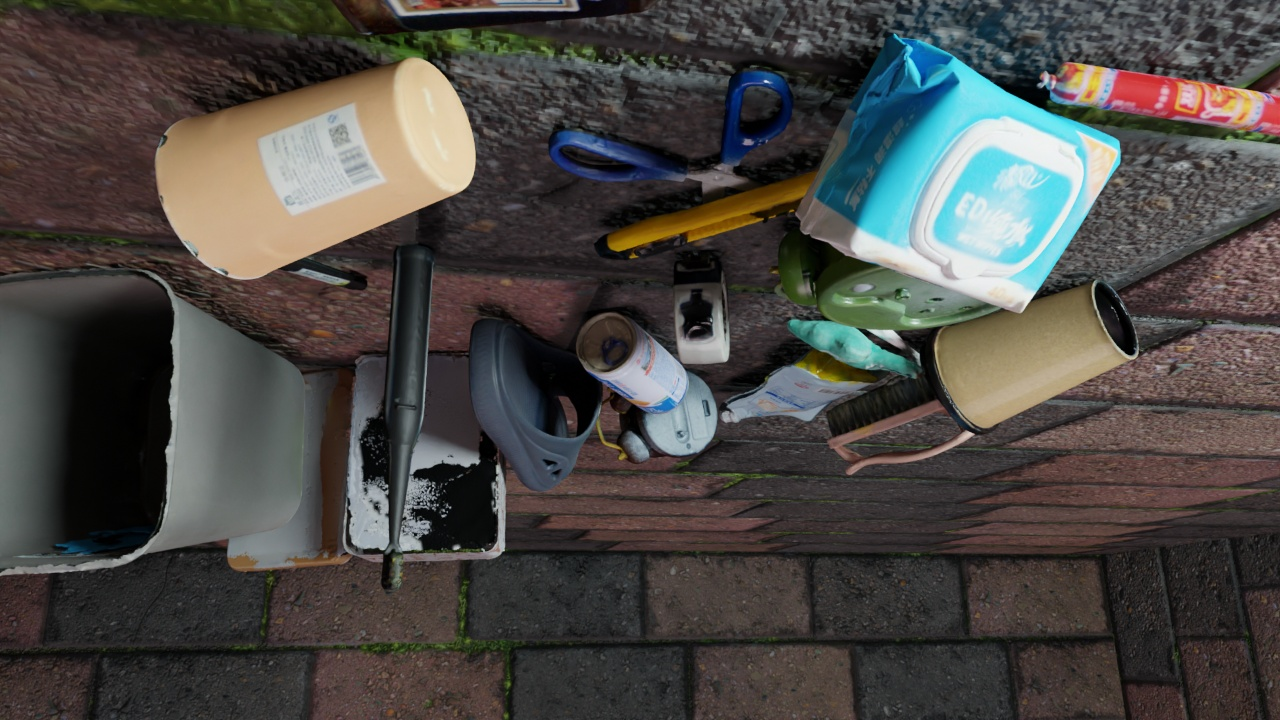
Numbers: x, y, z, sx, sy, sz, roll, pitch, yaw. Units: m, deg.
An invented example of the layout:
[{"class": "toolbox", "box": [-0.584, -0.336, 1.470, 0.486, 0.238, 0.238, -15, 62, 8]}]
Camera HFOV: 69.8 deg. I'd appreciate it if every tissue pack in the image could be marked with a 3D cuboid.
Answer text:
[{"class": "tissue pack", "box": [0.143, -0.078, 0.407, 0.140, 0.063, 0.090, 11, 116, -32]}]

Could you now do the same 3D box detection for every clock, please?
[{"class": "clock", "box": [0.014, 0.053, 0.854, 0.121, 0.082, 0.055, -6, 174, -31]}, {"class": "clock", "box": [0.150, -0.057, 0.548, 0.116, 0.056, 0.162, 13, 158, -36]}]

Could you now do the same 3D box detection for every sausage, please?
[{"class": "sausage", "box": [0.249, -0.117, 0.417, 0.155, 0.020, 0.020, 3, 163, -14]}]

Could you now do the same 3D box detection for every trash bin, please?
[{"class": "trash bin", "box": [-0.379, 0.057, 0.693, 0.199, 0.198, 0.220, -3, 169, 7]}]

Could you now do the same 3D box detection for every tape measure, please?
[{"class": "tape measure", "box": [0.041, -0.031, 0.614, 0.033, 0.066, 0.066, -3, 163, 11]}]

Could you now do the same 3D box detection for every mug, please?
[{"class": "mug", "box": [-0.141, -0.089, 0.412, 0.123, 0.078, 0.078, -13, 160, 21]}]

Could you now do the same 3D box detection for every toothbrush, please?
[{"class": "toothbrush", "box": [0.211, -0.014, 0.761, 0.016, 0.016, 0.180, -16, 157, 30]}, {"class": "toothbrush", "box": [-0.144, 0.031, 0.558, 0.026, 0.212, 0.027, 8, 161, -26]}]

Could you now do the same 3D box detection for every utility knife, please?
[{"class": "utility knife", "box": [0.037, -0.078, 0.513, 0.155, 0.015, 0.033, -12, 166, 35]}]

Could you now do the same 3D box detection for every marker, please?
[{"class": "marker", "box": [-0.225, -0.064, 0.585, 0.018, 0.015, 0.124, -10, 164, 31]}]

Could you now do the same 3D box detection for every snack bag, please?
[{"class": "snack bag", "box": [0.149, 0.029, 0.863, 0.110, 0.038, 0.191, -6, 166, -18]}]

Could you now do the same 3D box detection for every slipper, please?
[{"class": "slipper", "box": [-0.076, 0.042, 0.785, 0.083, 0.110, 0.268, -6, 159, 6]}]

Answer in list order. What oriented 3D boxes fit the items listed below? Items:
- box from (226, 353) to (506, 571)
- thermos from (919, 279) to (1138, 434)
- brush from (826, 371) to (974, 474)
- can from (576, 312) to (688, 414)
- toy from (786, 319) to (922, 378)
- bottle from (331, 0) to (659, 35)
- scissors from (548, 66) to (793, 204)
[{"class": "box", "box": [-0.246, 0.092, 0.814, 0.272, 0.177, 0.106, -4, 163, 9]}, {"class": "thermos", "box": [0.287, -0.004, 0.689, 0.093, 0.093, 0.144, 13, 150, -38]}, {"class": "brush", "box": [0.223, 0.056, 0.807, 0.063, 0.073, 0.146, -13, 168, -41]}, {"class": "can", "box": [-0.004, 0.004, 0.749, 0.053, 0.053, 0.134, -6, 162, 18]}, {"class": "toy", "box": [0.173, -0.009, 0.731, 0.096, 0.030, 0.091, 24, -173, 32]}, {"class": "bottle", "box": [-0.006, -0.142, 0.286, 0.195, 0.044, 0.080, -3, 164, 5]}, {"class": "scissors", "box": [0.033, -0.101, 0.476, 0.162, 0.012, 0.176, 1, 164, -10]}]
